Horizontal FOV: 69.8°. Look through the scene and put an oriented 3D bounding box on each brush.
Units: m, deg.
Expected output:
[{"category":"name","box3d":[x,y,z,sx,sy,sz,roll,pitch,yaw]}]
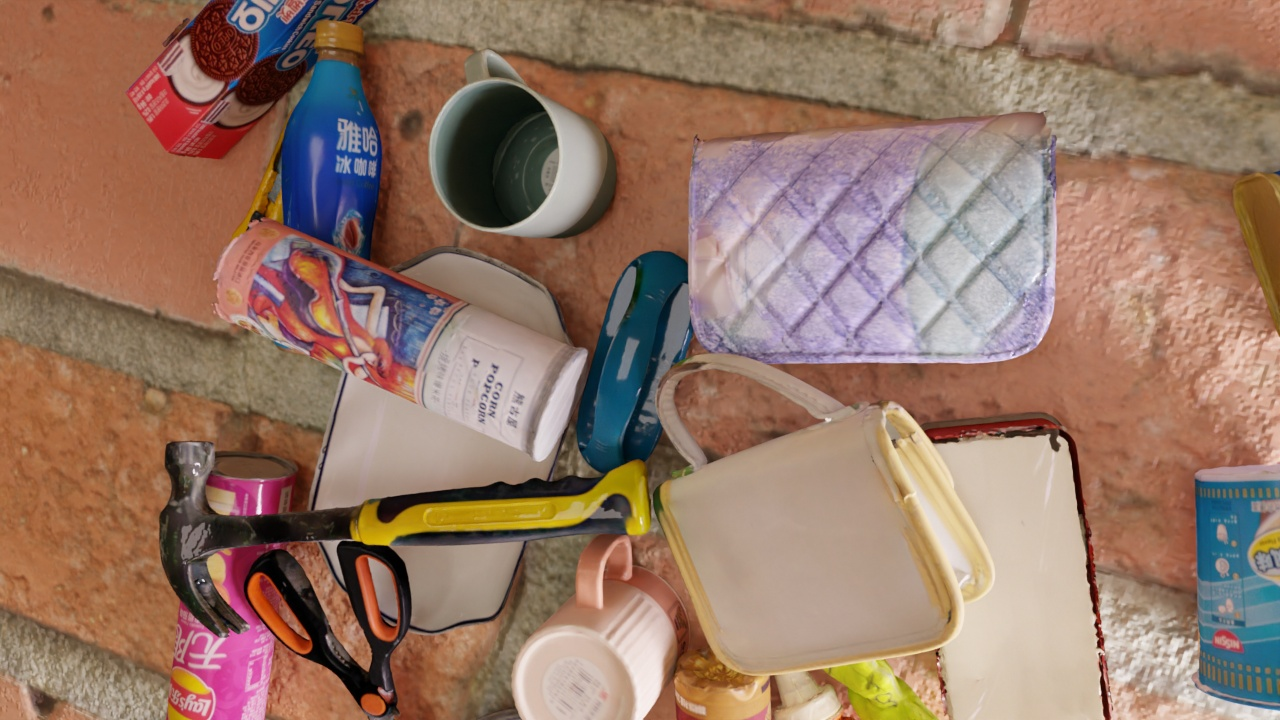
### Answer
[{"category":"brush","box3d":[-0.003,0.003,0.558,0.055,0.073,0.144,18,100,8]}]

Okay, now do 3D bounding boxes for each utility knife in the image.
[{"category":"utility knife","box3d":[-0.269,-0.116,0.663,0.033,0.015,0.168,29,102,11]}]

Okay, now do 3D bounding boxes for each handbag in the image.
[{"category":"handbag","box3d":[0.124,-0.064,0.512,0.194,0.075,0.134,0,92,16]},{"category":"handbag","box3d":[0.082,0.070,0.496,0.164,0.063,0.178,-27,88,41]}]

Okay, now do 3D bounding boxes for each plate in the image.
[{"category":"plate","box3d":[-0.059,0.317,0.624,0.180,0.024,0.179,2,96,16]},{"category":"plate","box3d":[-0.129,0.056,0.614,0.162,0.034,0.266,22,105,13]}]

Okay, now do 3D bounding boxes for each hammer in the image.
[{"category":"hammer","box3d":[-0.152,0.101,0.567,0.324,0.032,0.126,-6,81,12]}]

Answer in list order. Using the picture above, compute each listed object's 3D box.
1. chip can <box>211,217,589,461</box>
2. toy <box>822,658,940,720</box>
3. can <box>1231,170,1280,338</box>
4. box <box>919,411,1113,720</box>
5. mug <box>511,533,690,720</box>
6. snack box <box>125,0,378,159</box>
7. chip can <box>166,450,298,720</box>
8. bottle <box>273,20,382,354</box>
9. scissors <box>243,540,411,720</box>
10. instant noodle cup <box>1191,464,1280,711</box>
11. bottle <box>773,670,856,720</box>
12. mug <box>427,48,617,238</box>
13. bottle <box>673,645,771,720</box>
[{"category":"chip can","box3d":[-0.141,-0.015,0.544,0.215,0.071,0.071,23,101,9]},{"category":"toy","box3d":[0.142,0.198,0.533,0.031,0.097,0.100,-40,115,-17]},{"category":"can","box3d":[0.356,-0.057,0.448,0.083,0.057,0.102,-19,89,16]},{"category":"box","box3d":[0.197,0.118,0.501,0.091,0.076,0.168,-7,91,18]},{"category":"mug","box3d":[-0.022,0.166,0.559,0.082,0.105,0.114,2,95,17]},{"category":"snack box","box3d":[-0.258,-0.226,0.629,0.208,0.057,0.058,-37,86,16]},{"category":"chip can","box3d":[-0.298,0.175,0.666,0.071,0.071,0.210,12,97,16]},{"category":"bottle","box3d":[-0.209,-0.113,0.617,0.065,0.065,0.219,7,97,17]},{"category":"scissors","box3d":[-0.197,0.217,0.637,0.198,0.021,0.227,17,113,9]},{"category":"instant noodle cup","box3d":[0.324,0.107,0.456,0.099,0.099,0.110,-6,84,18]},{"category":"bottle","box3d":[0.121,0.251,0.547,0.067,0.066,0.149,-30,78,17]},{"category":"mug","box3d":[-0.070,-0.129,0.550,0.082,0.106,0.111,-21,88,19]},{"category":"bottle","box3d":[0.054,0.265,0.563,0.057,0.057,0.175,0,102,18]}]
